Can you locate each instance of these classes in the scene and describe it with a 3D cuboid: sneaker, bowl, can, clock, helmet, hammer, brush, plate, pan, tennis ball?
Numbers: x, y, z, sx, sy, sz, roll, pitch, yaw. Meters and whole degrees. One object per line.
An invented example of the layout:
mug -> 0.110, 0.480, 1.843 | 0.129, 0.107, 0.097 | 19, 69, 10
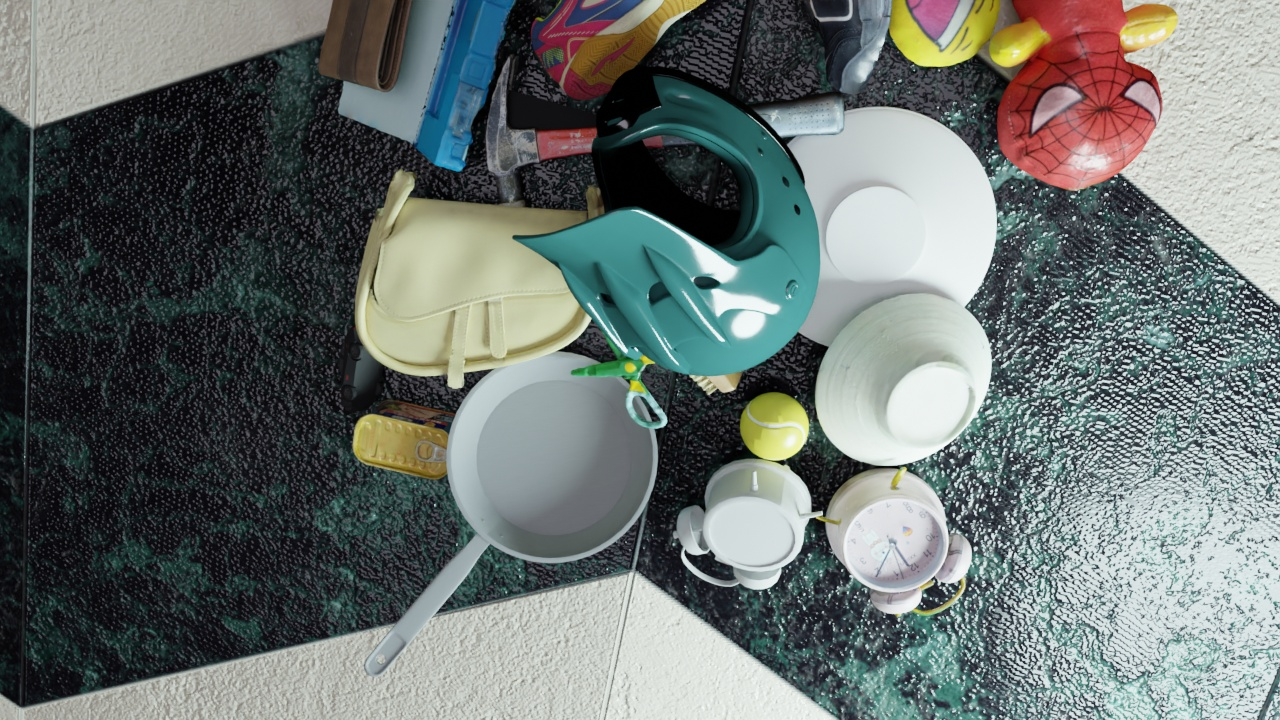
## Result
sneaker -> 0.000, -0.326, 0.741 | 0.242, 0.116, 0.091 | -40, 74, 22
sneaker -> 0.133, -0.351, 0.769 | 0.151, 0.097, 0.253 | -2, 103, 11
bowl -> 0.254, 0.030, 0.843 | 0.176, 0.057, 0.177 | -4, 112, -10
can -> -0.229, 0.077, 0.918 | 0.100, 0.059, 0.054 | 13, 105, 2
clock -> 0.102, 0.166, 0.910 | 0.120, 0.060, 0.160 | 32, 124, -6
helmet -> 0.034, -0.092, 0.741 | 0.177, 0.274, 0.199 | -7, 61, 38
hammer -> 0.018, -0.218, 0.835 | 0.326, 0.036, 0.140 | -4, 105, 7
brush -> 0.047, -0.017, 0.878 | 0.117, 0.049, 0.039 | 43, 121, -6
clock -> 0.256, 0.184, 0.906 | 0.117, 0.058, 0.158 | -36, 99, 12
plate -> 0.215, -0.116, 0.848 | 0.229, 0.030, 0.229 | 1, 104, 4
pan -> -0.134, 0.151, 0.875 | 0.201, 0.051, 0.356 | 40, 83, 3
tennis ball -> 0.128, 0.063, 0.882 | 0.065, 0.065, 0.065 | 1, 104, 4

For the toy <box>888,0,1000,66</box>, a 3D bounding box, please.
toy -> 0.262, -0.303, 0.793 | 0.094, 0.041, 0.096 | 26, 107, 2

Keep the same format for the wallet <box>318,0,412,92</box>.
wallet -> -0.245, -0.307, 0.819 | 0.099, 0.026, 0.121 | 25, 107, 34

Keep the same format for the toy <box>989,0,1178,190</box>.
toy -> 0.365, -0.253, 0.769 | 0.148, 0.098, 0.216 | -1, 103, 11

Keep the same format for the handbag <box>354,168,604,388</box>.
handbag -> -0.144, -0.074, 0.842 | 0.233, 0.088, 0.191 | 4, 119, 0

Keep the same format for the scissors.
scissors -> -0.006, 0.011, 0.866 | 0.126, 0.011, 0.130 | -8, 102, 18

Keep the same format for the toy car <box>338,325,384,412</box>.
toy car -> -0.280, 0.006, 0.915 | 0.036, 0.042, 0.092 | 22, 107, 25

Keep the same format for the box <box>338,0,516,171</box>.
box -> -0.171, -0.309, 0.825 | 0.171, 0.070, 0.244 | 29, 107, 31
